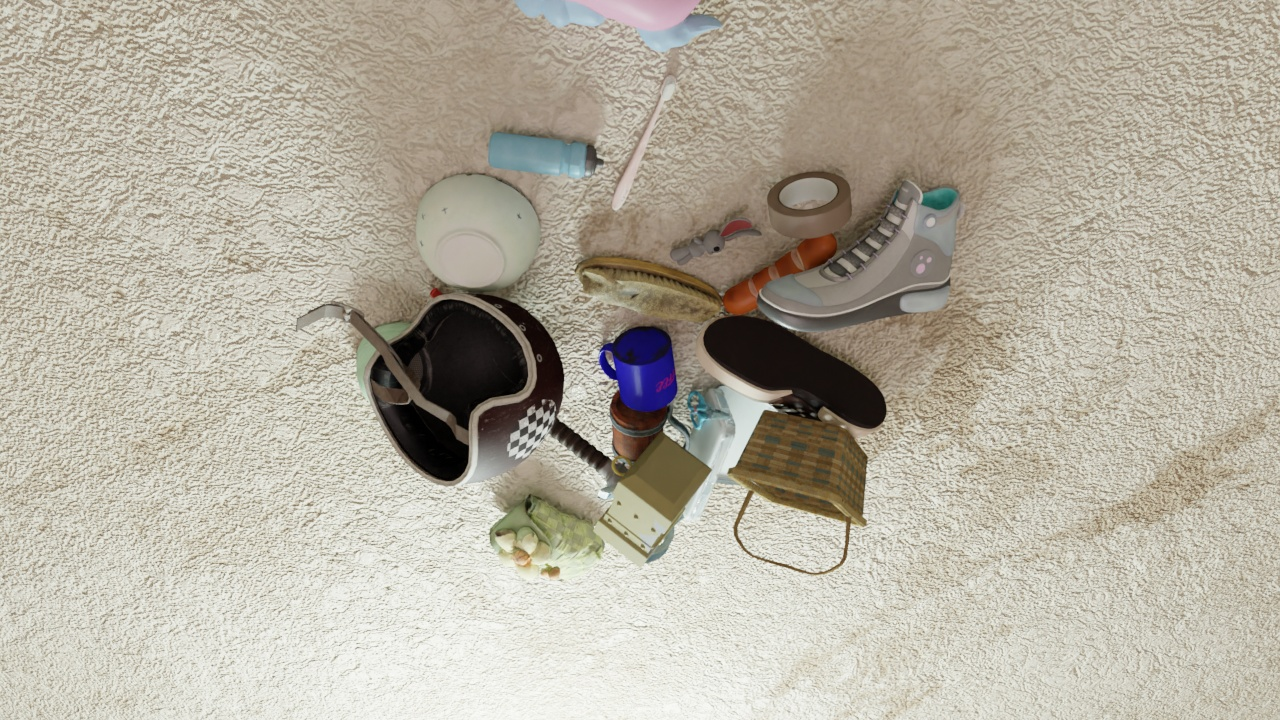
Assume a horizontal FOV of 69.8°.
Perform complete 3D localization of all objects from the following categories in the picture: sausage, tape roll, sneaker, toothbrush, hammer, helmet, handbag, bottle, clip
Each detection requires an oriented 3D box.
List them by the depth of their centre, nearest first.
[{"bbox_3d":[-0.106,-0.233,1.045,0.130,0.040,0.040,6,131,-4],"label":"bottle"},{"bbox_3d":[0.193,-0.178,1.049,0.094,0.093,0.030,-9,131,9],"label":"tape roll"},{"bbox_3d":[0.002,-0.243,1.049,0.015,0.018,0.182,18,130,-13],"label":"toothbrush"},{"bbox_3d":[0.259,-0.127,1.066,0.256,0.093,0.161,-9,124,-20],"label":"sneaker"},{"bbox_3d":[-0.223,0.030,1.125,0.233,0.252,0.234,23,130,29],"label":"helmet"},{"bbox_3d":[0.174,-0.107,1.147,0.165,0.039,0.044,-33,138,26],"label":"sausage"},{"bbox_3d":[0.183,0.033,1.241,0.293,0.111,0.117,21,147,-23],"label":"sneaker"},{"bbox_3d":[-0.082,0.120,1.260,0.325,0.100,0.191,37,144,9],"label":"hammer"},{"bbox_3d":[0.017,0.259,1.405,0.169,0.164,0.031,10,131,-11],"label":"clip"},{"bbox_3d":[-0.148,0.299,1.466,0.186,0.116,0.113,34,124,-23],"label":"handbag"}]

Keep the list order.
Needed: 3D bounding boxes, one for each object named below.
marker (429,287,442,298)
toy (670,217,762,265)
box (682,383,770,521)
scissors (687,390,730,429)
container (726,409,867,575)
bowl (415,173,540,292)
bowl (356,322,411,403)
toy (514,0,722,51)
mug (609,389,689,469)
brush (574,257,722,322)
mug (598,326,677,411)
[{"bbox_3d":[-0.230,-0.046,1.233,0.013,0.012,0.142,-27,126,23],"label":"marker"},{"bbox_3d":[0.090,-0.145,1.123,0.112,0.030,0.049,-21,156,22],"label":"toy"},{"bbox_3d":[0.119,0.138,1.325,0.130,0.105,0.211,4,132,-7],"label":"box"},{"bbox_3d":[0.092,0.071,1.257,0.015,0.136,0.055,-3,92,-16],"label":"scissors"},{"bbox_3d":[0.217,0.189,1.249,0.158,0.186,0.250,12,168,26],"label":"container"},{"bbox_3d":[-0.201,-0.141,1.108,0.153,0.072,0.154,2,131,2],"label":"bowl"},{"bbox_3d":[-0.321,0.027,1.258,0.151,0.076,0.151,0,131,0],"label":"bowl"},{"bbox_3d":[-0.030,-0.371,0.882,0.171,0.120,0.222,-37,121,18],"label":"toy"},{"bbox_3d":[0.014,0.101,1.313,0.117,0.081,0.111,2,135,-1],"label":"mug"},{"bbox_3d":[0.011,-0.089,1.166,0.195,0.043,0.059,14,130,-12],"label":"brush"},{"bbox_3d":[-0.007,0.007,1.238,0.111,0.079,0.084,15,137,26],"label":"mug"}]
